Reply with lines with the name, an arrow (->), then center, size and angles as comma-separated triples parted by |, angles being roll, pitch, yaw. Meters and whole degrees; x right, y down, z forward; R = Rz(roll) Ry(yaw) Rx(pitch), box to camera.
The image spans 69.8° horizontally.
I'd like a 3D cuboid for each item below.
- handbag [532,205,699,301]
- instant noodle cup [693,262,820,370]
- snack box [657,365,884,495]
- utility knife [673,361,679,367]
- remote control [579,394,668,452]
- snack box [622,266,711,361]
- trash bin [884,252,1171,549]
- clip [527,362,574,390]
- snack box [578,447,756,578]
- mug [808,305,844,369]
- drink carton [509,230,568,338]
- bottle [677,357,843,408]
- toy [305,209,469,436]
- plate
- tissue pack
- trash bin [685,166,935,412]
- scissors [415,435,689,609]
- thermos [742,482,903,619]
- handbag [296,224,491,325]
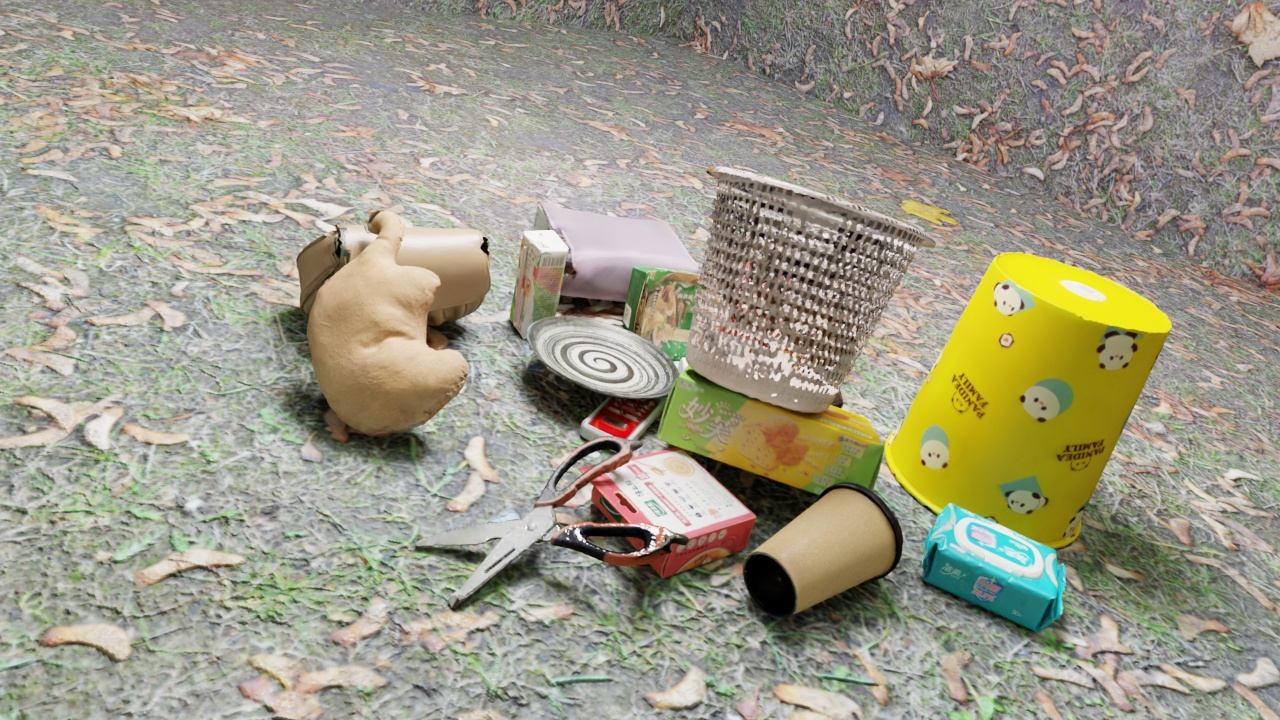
handbag -> -0.039, -0.134, 1.245 | 0.196, 0.099, 0.145 | 2, 28, -27
instant noodle cup -> 0.135, -0.046, 1.049 | 0.108, 0.138, 0.137 | 19, 27, -10
snack box -> 0.132, 0.069, 0.940 | 0.210, 0.070, 0.157 | 19, 9, 6
utility knife -> -0.006, 0.006, 1.088 | 0.187, 0.018, 0.034 | 2, 30, -28
remote control -> -0.015, 0.057, 0.986 | 0.056, 0.020, 0.135 | 23, 28, 14
snack box -> 0.033, -0.065, 1.157 | 0.117, 0.118, 0.105 | 4, 17, -25
trash bin -> 0.422, 0.035, 1.003 | 0.229, 0.256, 0.229 | 12, 27, -7
clip -> -0.098, 0.015, 1.026 | 0.056, 0.026, 0.024 | 15, 22, 26
snack box -> 0.020, 0.136, 0.829 | 0.126, 0.044, 0.113 | -7, 36, -39
mug -> 0.208, -0.037, 1.191 | 0.103, 0.084, 0.124 | 25, 22, -8
drink carton -> -0.123, -0.089, 1.089 | 0.045, 0.123, 0.053 | -4, 35, -30
bottle -> 0.140, 0.031, 1.092 | 0.195, 0.044, 0.079 | 10, 29, -9
toy -> -0.251, -0.039, 0.868 | 0.143, 0.082, 0.226 | -20, 76, -3
plate -> -0.042, 0.002, 1.020 | 0.179, 0.024, 0.179 | 15, 25, -8
tissue pack -> 0.339, 0.197, 0.880 | 0.133, 0.050, 0.093 | 24, 27, 14
trash bin -> 0.142, -0.062, 0.888 | 0.227, 0.192, 0.227 | 18, 8, -3
scissors -> -0.069, 0.130, 0.759 | 0.227, 0.015, 0.188 | 3, 41, 4
thermos -> 0.160, 0.169, 0.805 | 0.143, 0.093, 0.093 | -21, 44, -37
handbag -> -0.262, -0.086, 0.999 | 0.204, 0.148, 0.099 | -3, 70, -30
